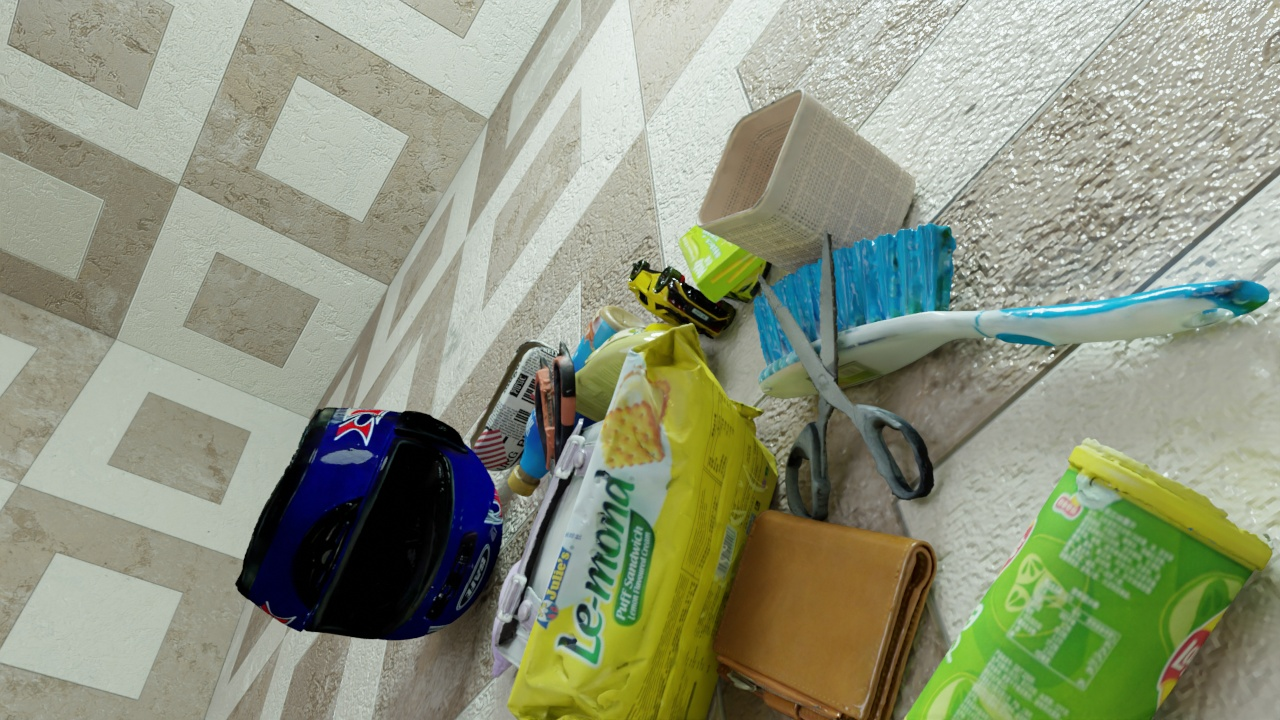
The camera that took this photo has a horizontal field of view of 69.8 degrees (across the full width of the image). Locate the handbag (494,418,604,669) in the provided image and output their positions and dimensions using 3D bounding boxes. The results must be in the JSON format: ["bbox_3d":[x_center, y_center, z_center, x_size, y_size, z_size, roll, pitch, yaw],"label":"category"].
[{"bbox_3d":[-0.041,0.149,0.719,0.145,0.098,0.196,-20,47,67],"label":"handbag"}]

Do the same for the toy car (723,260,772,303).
[{"bbox_3d":[0.076,-0.080,0.786,0.048,0.032,0.105,-63,24,-1],"label":"toy car"}]

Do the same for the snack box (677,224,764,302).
[{"bbox_3d":[0.101,-0.122,0.738,0.156,0.026,0.085,-40,29,16],"label":"snack box"}]

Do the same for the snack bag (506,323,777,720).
[{"bbox_3d":[0.017,0.119,0.557,0.068,0.158,0.246,9,71,28],"label":"snack bag"}]

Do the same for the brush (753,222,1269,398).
[{"bbox_3d":[0.170,-0.030,0.508,0.315,0.060,0.109,-26,48,53],"label":"brush"}]

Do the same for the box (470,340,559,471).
[{"bbox_3d":[-0.140,0.059,1.071,0.163,0.075,0.081,-59,12,5],"label":"box"}]

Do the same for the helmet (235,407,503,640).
[{"bbox_3d":[-0.266,0.179,0.968,0.247,0.240,0.315,-68,14,-1],"label":"helmet"}]

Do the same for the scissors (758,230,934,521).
[{"bbox_3d":[0.111,0.017,0.535,0.159,0.014,0.181,30,120,50],"label":"scissors"}]

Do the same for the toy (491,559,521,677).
[{"bbox_3d":[-0.110,0.227,0.847,0.084,0.039,0.107,-44,26,39],"label":"toy"}]

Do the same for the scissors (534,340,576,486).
[{"bbox_3d":[-0.077,0.088,0.838,0.190,0.015,0.221,110,152,-47],"label":"scissors"}]

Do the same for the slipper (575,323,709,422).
[{"bbox_3d":[-0.005,0.005,0.801,0.191,0.091,0.081,-30,37,59],"label":"slipper"}]

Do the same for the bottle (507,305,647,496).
[{"bbox_3d":[-0.067,0.048,0.919,0.219,0.065,0.065,-56,23,20],"label":"bottle"}]

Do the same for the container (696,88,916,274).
[{"bbox_3d":[0.115,-0.109,0.627,0.090,0.111,0.089,-4,62,65],"label":"container"}]

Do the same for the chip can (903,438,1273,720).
[{"bbox_3d":[0.141,0.141,0.347,0.221,0.072,0.072,-60,22,7],"label":"chip can"}]

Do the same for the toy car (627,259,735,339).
[{"bbox_3d":[0.030,-0.053,0.809,0.041,0.071,0.156,-58,20,2],"label":"toy car"}]

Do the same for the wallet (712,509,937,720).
[{"bbox_3d":[0.094,0.140,0.502,0.132,0.031,0.107,-4,63,62],"label":"wallet"}]
